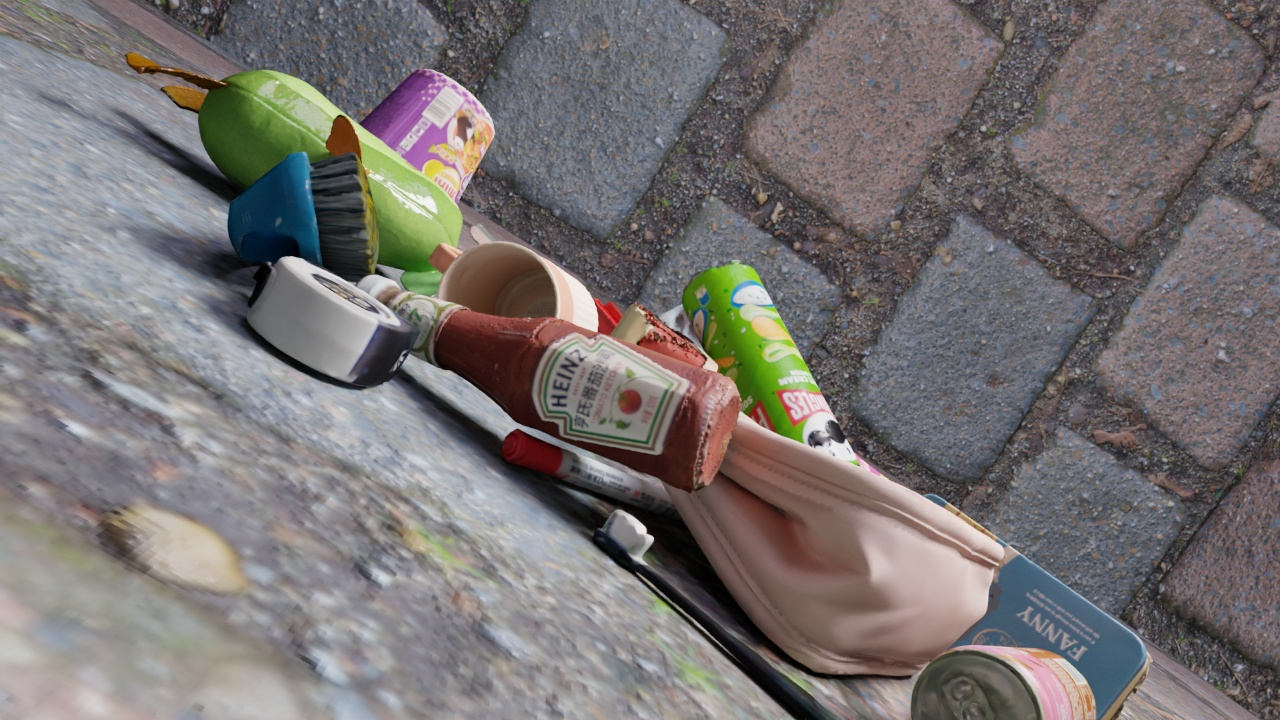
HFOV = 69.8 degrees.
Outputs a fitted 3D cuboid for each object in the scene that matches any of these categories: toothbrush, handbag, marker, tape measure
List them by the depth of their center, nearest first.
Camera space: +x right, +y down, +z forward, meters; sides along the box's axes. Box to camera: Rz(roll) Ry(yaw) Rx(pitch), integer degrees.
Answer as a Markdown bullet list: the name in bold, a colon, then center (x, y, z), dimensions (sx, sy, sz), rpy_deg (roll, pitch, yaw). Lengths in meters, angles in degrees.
- **toothbrush**: center (0.048, 0.118, 0.362), dimensions (0.181, 0.018, 0.015), rpy_deg (37, 3, 28)
- **tape measure**: center (-0.138, -0.017, 0.406), dimensions (0.066, 0.033, 0.066), rpy_deg (31, 3, 2)
- **marker**: center (-0.014, 0.064, 0.481), dimensions (0.145, 0.017, 0.017), rpy_deg (28, 7, -44)
- **handbag**: center (0.077, 0.070, 0.526), dimensions (0.234, 0.093, 0.193), rpy_deg (39, 7, 39)

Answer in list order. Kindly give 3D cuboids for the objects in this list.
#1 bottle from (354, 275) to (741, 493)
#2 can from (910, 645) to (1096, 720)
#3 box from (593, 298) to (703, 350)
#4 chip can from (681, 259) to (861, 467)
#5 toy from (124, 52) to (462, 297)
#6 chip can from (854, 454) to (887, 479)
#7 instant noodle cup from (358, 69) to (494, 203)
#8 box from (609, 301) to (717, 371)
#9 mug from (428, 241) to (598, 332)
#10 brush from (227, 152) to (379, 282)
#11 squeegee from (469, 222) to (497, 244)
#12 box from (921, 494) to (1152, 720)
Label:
- **bottle**: center (-0.054, 0.003, 0.450), dimensions (0.206, 0.060, 0.059), rpy_deg (20, 1, 18)
- **can**: center (0.178, 0.167, 0.440), dimensions (0.058, 0.058, 0.147), rpy_deg (36, 6, 36)
- **box**: center (0.043, -0.002, 0.882), dimensions (0.119, 0.098, 0.201), rpy_deg (44, 3, -45)
- **chip can**: center (0.102, 0.030, 0.702), dimensions (0.072, 0.072, 0.235), rpy_deg (27, 33, -49)
- **toy**: center (-0.232, -0.139, 0.656), dimensions (0.246, 0.090, 0.227), rpy_deg (34, -11, -20)
- **chip can**: center (0.171, 0.113, 0.775), dimensions (0.210, 0.071, 0.071), rpy_deg (37, 5, -2)
- **instant noodle cup**: center (-0.182, -0.178, 0.764), dimensions (0.111, 0.099, 0.112), rpy_deg (29, -17, 9)
- **box**: center (-0.004, 0.004, 0.703), dimensions (0.076, 0.091, 0.168), rpy_deg (35, 4, -9)
- **mug**: center (-0.092, -0.040, 0.632), dimensions (0.114, 0.082, 0.106), rpy_deg (36, 4, 13)
- **brush**: center (-0.174, -0.069, 0.476), dimensions (0.073, 0.055, 0.144), rpy_deg (-7, -2, -15)
- **squeegee**: center (-0.106, -0.042, 0.809), dimensions (0.247, 0.040, 0.249), rpy_deg (45, 5, 5)
- **box**: center (0.236, 0.171, 0.594), dimensions (0.184, 0.090, 0.060), rpy_deg (36, -1, 44)
